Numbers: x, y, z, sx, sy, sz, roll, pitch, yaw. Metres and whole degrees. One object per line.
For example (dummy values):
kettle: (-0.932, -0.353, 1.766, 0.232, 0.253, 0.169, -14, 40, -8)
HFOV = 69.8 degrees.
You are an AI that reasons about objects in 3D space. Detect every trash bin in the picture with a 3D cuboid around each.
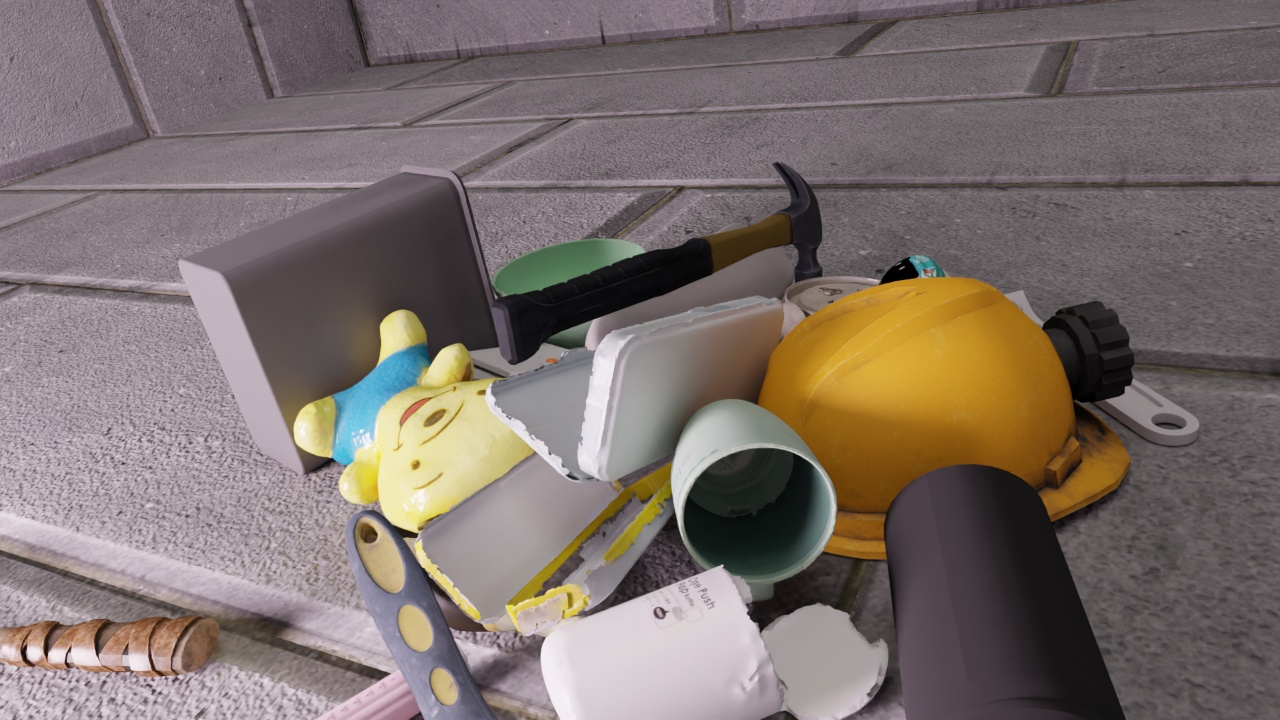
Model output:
trash bin: (-0.242, -0.040, 0.790, 0.098, 0.192, 0.219, 16, 38, 41)

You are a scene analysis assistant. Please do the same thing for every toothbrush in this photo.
toothbrush: (-0.185, 0.208, 0.458, 0.222, 0.026, 0.027, -26, 20, -30)

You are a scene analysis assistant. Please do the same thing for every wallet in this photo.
wallet: (-0.105, 0.012, 0.776, 0.115, 0.037, 0.118, -9, 17, -38)

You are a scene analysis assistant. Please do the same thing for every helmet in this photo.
helmet: (0.186, 0.014, 0.604, 0.255, 0.131, 0.205, -12, 27, -3)

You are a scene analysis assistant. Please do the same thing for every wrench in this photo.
wrench: (0.317, -0.004, 0.721, 0.086, 0.018, 0.273, -13, 28, -8)
wrench: (-0.102, 0.164, 0.471, 0.073, 0.022, 0.273, -25, 41, -20)

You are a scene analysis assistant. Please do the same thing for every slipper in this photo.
slipper: (0.041, -0.033, 0.811, 0.113, 0.081, 0.265, 44, 47, 3)

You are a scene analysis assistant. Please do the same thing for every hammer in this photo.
hammer: (0.030, -0.075, 0.727, 0.332, 0.118, 0.025, -22, 25, -35)
hammer: (-0.418, 0.179, 0.581, 0.319, 0.049, 0.121, -3, 25, 10)

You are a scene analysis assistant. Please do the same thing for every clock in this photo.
clock: (0.155, -0.024, 0.769, 0.156, 0.061, 0.103, -13, 26, -24)

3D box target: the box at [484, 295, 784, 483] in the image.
box: (-0.009, 0.005, 0.613, 0.127, 0.106, 0.214, 17, 18, 32)

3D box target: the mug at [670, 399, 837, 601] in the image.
mug: (0.060, 0.082, 0.531, 0.084, 0.111, 0.104, -8, 16, -2)

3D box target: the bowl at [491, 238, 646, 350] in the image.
bowl: (-0.062, -0.058, 0.887, 0.151, 0.077, 0.150, -8, 26, 4)

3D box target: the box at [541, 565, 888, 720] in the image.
box: (0.040, 0.145, 0.453, 0.166, 0.092, 0.083, -22, 24, -5)

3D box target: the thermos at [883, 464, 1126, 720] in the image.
thermos: (0.161, 0.138, 0.413, 0.086, 0.086, 0.198, -4, 27, 12)

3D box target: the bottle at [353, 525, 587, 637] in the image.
bottle: (-0.091, 0.140, 0.540, 0.185, 0.045, 0.045, 9, 32, 33)

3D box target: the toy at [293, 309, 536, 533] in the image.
toy: (-0.155, 0.054, 0.683, 0.214, 0.084, 0.148, 20, 61, 38)

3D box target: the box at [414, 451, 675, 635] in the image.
box: (-0.038, 0.095, 0.550, 0.117, 0.057, 0.209, 9, 16, 17)

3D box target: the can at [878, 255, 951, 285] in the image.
can: (0.231, -0.035, 0.710, 0.055, 0.101, 0.054, -38, 34, 31)
